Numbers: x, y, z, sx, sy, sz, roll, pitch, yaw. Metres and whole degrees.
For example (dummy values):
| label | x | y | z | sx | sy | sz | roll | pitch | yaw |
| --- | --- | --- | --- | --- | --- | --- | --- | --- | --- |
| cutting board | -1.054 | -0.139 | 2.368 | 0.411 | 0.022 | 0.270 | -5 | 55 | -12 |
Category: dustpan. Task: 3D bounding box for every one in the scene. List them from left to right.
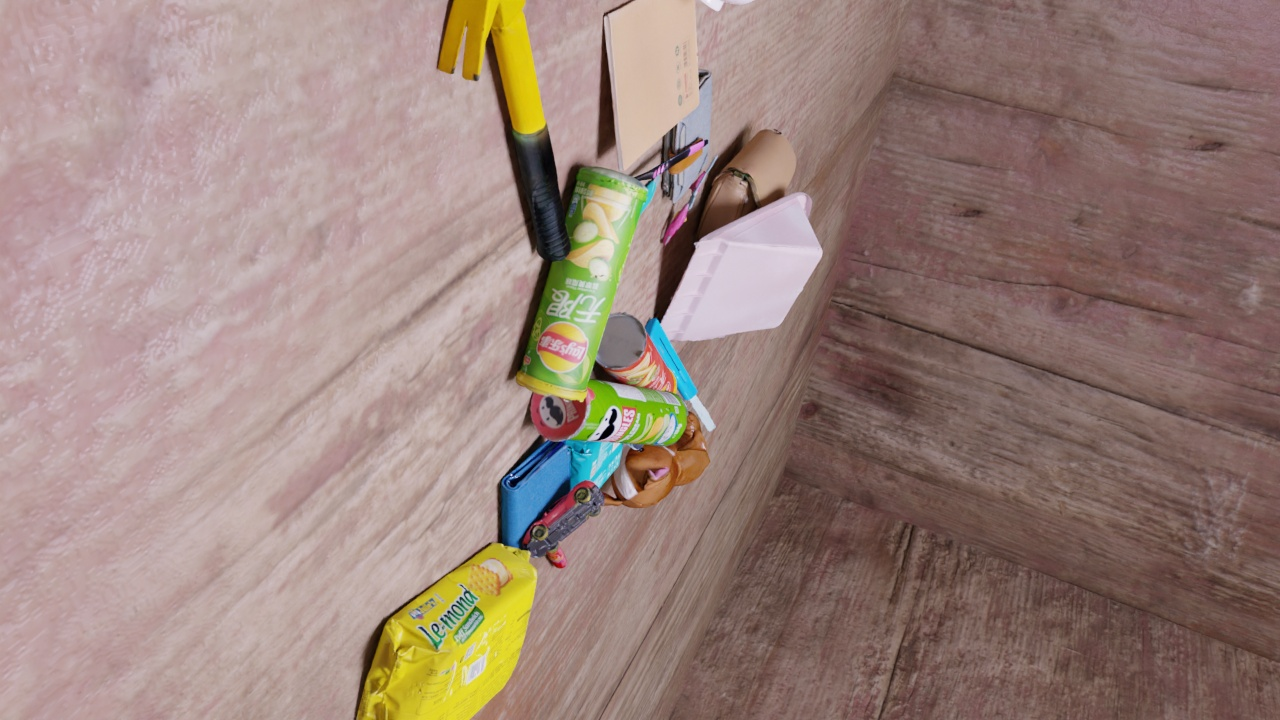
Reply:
| label | x | y | z | sx | sy | sz | roll | pitch | yaw |
| --- | --- | --- | --- | --- | --- | --- | --- | --- | --- |
| dustpan | 0.137 | -0.141 | 1.310 | 0.223 | 0.273 | 0.138 | 118 | -38 | -47 |

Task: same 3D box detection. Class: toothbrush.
| label | x | y | z | sx | sy | sz | roll | pitch | yaw |
| --- | --- | --- | --- | --- | --- | --- | --- | --- | --- |
| toothbrush | 0.027 | -0.215 | 1.027 | 0.188 | 0.018 | 0.014 | -38 | 150 | -41 |

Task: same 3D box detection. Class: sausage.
| label | x | y | z | sx | sy | sz | roll | pitch | yaw |
| --- | --- | --- | --- | --- | --- | --- | --- | --- | --- |
| sausage | -0.112 | 0.237 | 1.164 | 0.156 | 0.020 | 0.020 | 81 | 33 | -59 |

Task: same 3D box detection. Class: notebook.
| label | x | y | z | sx | sy | sz | roll | pitch | yaw |
| --- | --- | --- | --- | --- | --- | --- | --- | --- | --- |
| notebook | 0.017 | -0.299 | 0.928 | 0.207 | 0.008 | 0.148 | -52 | 145 | -48 |

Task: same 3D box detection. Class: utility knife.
| label | x | y | z | sx | sy | sz | roll | pitch | yaw |
| --- | --- | --- | --- | --- | --- | --- | --- | --- | --- |
| utility knife | -0.008 | -0.167 | 1.038 | 0.175 | 0.013 | 0.029 | -58 | 163 | -46 |
| utility knife | 0.060 | 0.028 | 1.306 | 0.034 | 0.018 | 0.218 | -58 | 132 | -32 |

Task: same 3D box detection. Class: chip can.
| label | x | y | z | sx | sy | sz | roll | pitch | yaw |
| --- | --- | --- | --- | --- | --- | --- | --- | --- | --- |
| chip can | -0.056 | -0.074 | 0.882 | 0.072 | 0.072 | 0.221 | -6 | 115 | -72 |
| chip can | -0.027 | 0.059 | 1.036 | 0.235 | 0.072 | 0.072 | 12 | 98 | -60 |
| chip can | -0.007 | 0.007 | 1.146 | 0.216 | 0.073 | 0.073 | 54 | 58 | -69 |

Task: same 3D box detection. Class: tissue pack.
| label | x | y | z | sx | sy | sz | roll | pitch | yaw |
| --- | --- | --- | --- | --- | --- | --- | --- | --- | --- |
| tissue pack | -0.063 | 0.115 | 1.120 | 0.133 | 0.050 | 0.093 | -46 | 152 | -55 |

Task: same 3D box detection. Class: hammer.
| label | x | y | z | sx | sy | sz | roll | pitch | yaw |
| --- | --- | --- | --- | --- | --- | --- | --- | --- | --- |
| hammer | -0.088 | -0.183 | 0.718 | 0.301 | 0.033 | 0.128 | 83 | 31 | -57 |

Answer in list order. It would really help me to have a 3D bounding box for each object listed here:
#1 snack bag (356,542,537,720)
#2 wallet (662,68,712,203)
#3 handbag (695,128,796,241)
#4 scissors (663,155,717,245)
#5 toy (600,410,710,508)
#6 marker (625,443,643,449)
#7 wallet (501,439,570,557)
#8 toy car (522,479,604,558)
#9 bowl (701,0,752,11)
| label | x | y | z | sx | sy | sz | roll | pitch | yaw |
| --- | --- | --- | --- | --- | --- | --- | --- | --- | --- |
| snack bag | -0.183 | 0.291 | 0.905 | 0.246 | 0.068 | 0.158 | -25 | 133 | -67 |
| wallet | 0.060 | -0.265 | 1.102 | 0.130 | 0.037 | 0.106 | 89 | 25 | -51 |
| handbag | 0.163 | -0.242 | 1.349 | 0.203 | 0.100 | 0.148 | -52 | 162 | -45 |
| scissors | 0.065 | -0.207 | 1.176 | 0.134 | 0.017 | 0.133 | -58 | -175 | 28 |
| toy | 0.018 | 0.143 | 1.306 | 0.140 | 0.130 | 0.199 | -38 | 179 | 37 |
| marker | -0.019 | 0.098 | 1.197 | 0.131 | 0.018 | 0.022 | -171 | -113 | -75 |
| wallet | -0.117 | 0.156 | 1.018 | 0.106 | 0.040 | 0.133 | -42 | 149 | -43 |
| toy car | -0.087 | 0.175 | 1.012 | 0.106 | 0.031 | 0.049 | -42 | 146 | -10 |
| bowl | 0.079 | -0.393 | 0.920 | 0.065 | 0.118 | 0.118 | -50 | 174 | 27 |
